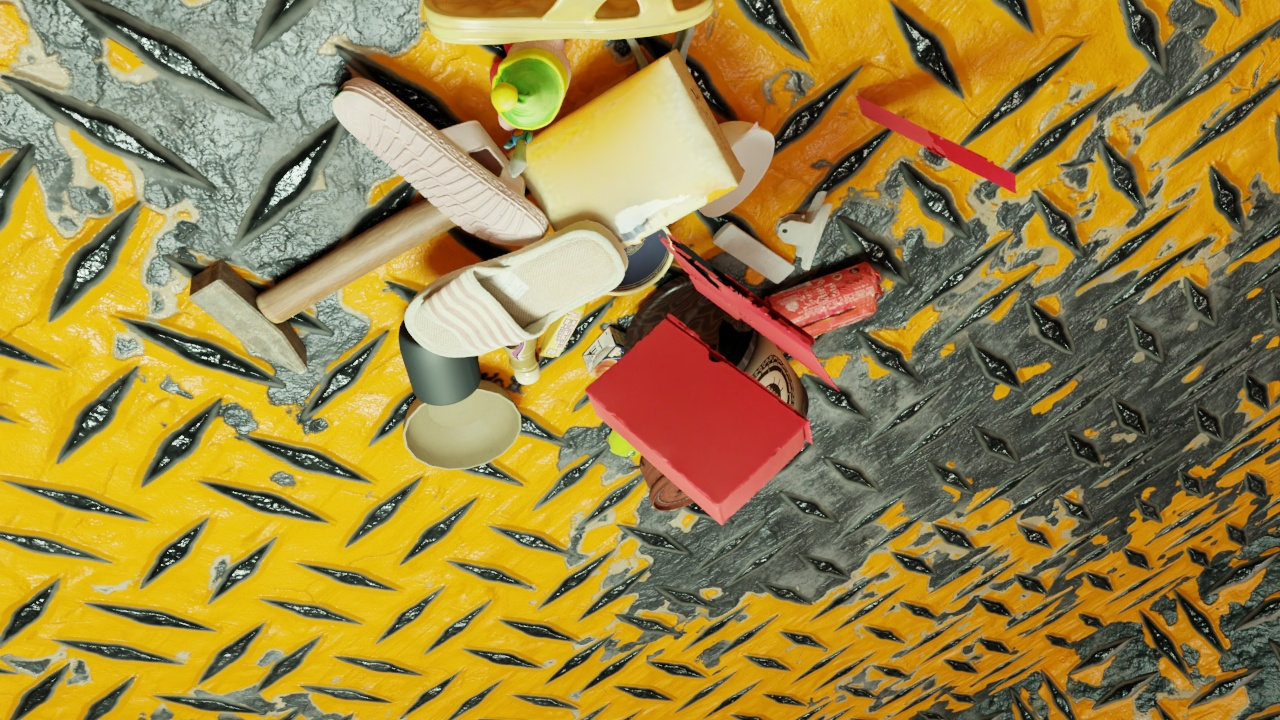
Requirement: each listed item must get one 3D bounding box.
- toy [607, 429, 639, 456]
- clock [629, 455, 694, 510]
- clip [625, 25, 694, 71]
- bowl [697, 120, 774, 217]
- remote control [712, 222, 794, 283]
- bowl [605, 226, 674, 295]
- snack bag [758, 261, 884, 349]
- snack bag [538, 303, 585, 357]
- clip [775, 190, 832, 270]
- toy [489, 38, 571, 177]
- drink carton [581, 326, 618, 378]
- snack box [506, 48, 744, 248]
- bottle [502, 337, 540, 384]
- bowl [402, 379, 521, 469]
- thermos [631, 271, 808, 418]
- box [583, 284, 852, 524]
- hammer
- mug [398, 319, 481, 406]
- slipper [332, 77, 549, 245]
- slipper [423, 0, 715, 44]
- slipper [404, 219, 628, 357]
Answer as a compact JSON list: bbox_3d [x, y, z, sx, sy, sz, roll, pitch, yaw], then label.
[{"bbox_3d":[-0.008,0.102,1.329,0.093,0.036,0.094,-34,138,1],"label":"toy"},{"bbox_3d":[0.064,0.166,1.377,0.121,0.072,0.157,-38,149,17],"label":"clock"},{"bbox_3d":[0.006,-0.273,0.968,0.112,0.028,0.163,-13,135,-10],"label":"clip"},{"bbox_3d":[0.091,-0.220,1.018,0.114,0.050,0.115,-37,156,-19],"label":"bowl"},{"bbox_3d":[0.144,-0.136,1.166,0.130,0.012,0.033,26,122,-38],"label":"remote control"},{"bbox_3d":[-0.023,-0.138,1.065,0.112,0.061,0.113,-11,136,-11],"label":"bowl"},{"bbox_3d":[0.242,-0.072,1.217,0.176,0.082,0.082,-20,137,-1],"label":"snack bag"},{"bbox_3d":[-0.100,-0.039,1.165,0.026,0.020,0.099,11,128,-31],"label":"snack bag"},{"bbox_3d":[0.203,-0.161,1.148,0.056,0.056,0.102,-23,142,-34],"label":"clip"},{"bbox_3d":[-0.115,-0.253,0.865,0.096,0.131,0.124,13,128,-37],"label":"toy"},{"bbox_3d":[-0.007,0.007,1.231,0.130,0.040,0.064,24,122,-37],"label":"drink carton"},{"bbox_3d":[-0.015,-0.197,0.929,0.196,0.080,0.145,-26,107,22],"label":"snack box"},{"bbox_3d":[-0.151,-0.036,1.120,0.059,0.059,0.166,-14,137,-7],"label":"bottle"},{"bbox_3d":[-0.236,0.074,1.203,0.152,0.050,0.153,-11,136,-11],"label":"bowl"},{"bbox_3d":[0.108,0.016,1.181,0.173,0.172,0.226,-35,132,15],"label":"thermos"},{"bbox_3d":[0.097,0.094,1.070,0.197,0.217,0.352,-43,149,-13],"label":"box"},{"bbox_3d":[-0.317,-0.101,1.009,0.301,0.037,0.158,-28,136,8],"label":"hammer"},{"bbox_3d":[-0.227,-0.017,1.102,0.121,0.085,0.095,-34,141,-27],"label":"mug"},{"bbox_3d":[-0.191,-0.204,0.920,0.239,0.064,0.094,36,149,-23],"label":"slipper"},{"bbox_3d":[-0.064,-0.341,0.825,0.263,0.099,0.078,-9,134,-7],"label":"slipper"},{"bbox_3d":[-0.137,-0.066,0.958,0.263,0.052,0.115,-21,126,23],"label":"slipper"}]
